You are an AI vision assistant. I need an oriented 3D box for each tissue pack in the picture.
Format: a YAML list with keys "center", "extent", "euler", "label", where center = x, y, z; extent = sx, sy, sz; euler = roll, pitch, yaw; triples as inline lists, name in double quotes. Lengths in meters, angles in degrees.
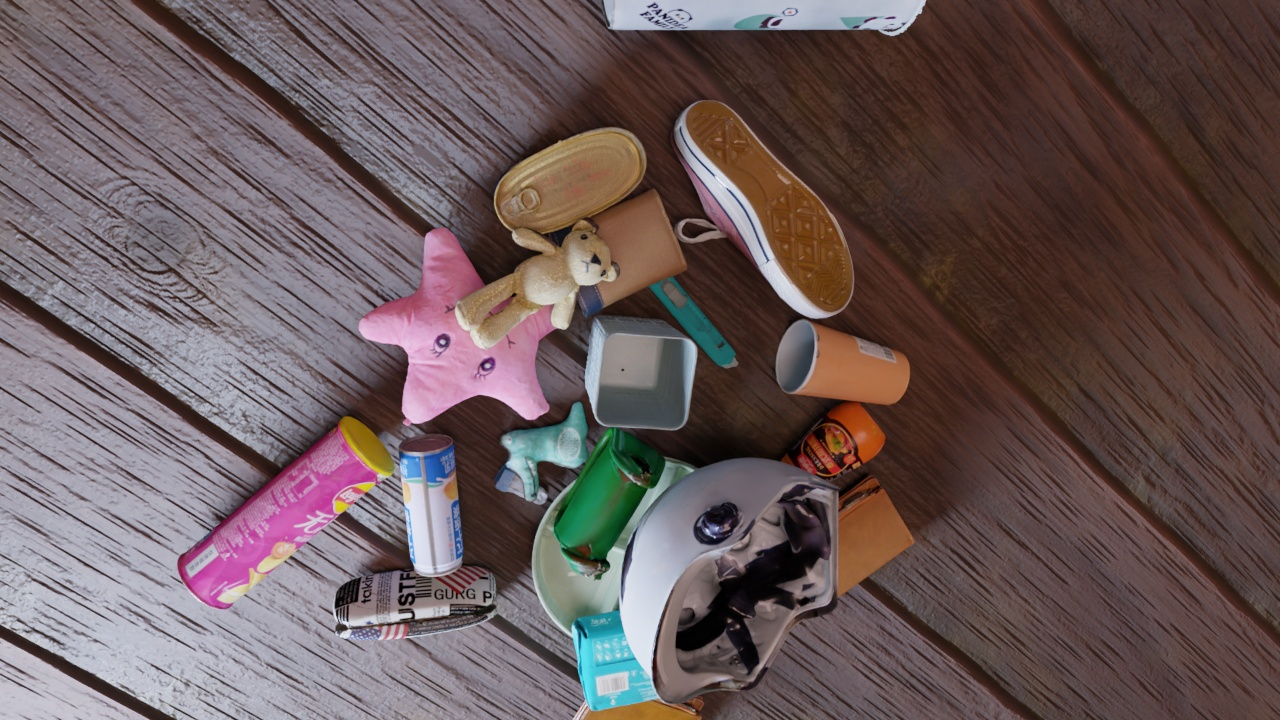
- center: [-0.002, 0.312, 0.977]
  extent: [0.133, 0.050, 0.093]
  euler: [-7, 105, -10]
  label: "tissue pack"

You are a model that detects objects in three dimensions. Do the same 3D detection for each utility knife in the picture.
- center: [0.050, -0.049, 0.938]
  extent: [0.029, 0.013, 0.157]
  euler: [-41, 109, 1]
  label: "utility knife"

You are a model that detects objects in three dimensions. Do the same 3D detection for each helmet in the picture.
- center: [0.073, 0.195, 0.896]
  extent: [0.258, 0.146, 0.229]
  euler: [-33, 132, -22]
  label: "helmet"

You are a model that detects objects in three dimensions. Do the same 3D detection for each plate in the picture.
- center: [-0.003, 0.207, 0.990]
  extent: [0.230, 0.027, 0.230]
  euler: [-3, 106, -11]
  label: "plate"

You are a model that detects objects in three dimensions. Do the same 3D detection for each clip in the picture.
- center: [-0.122, 0.131, 0.949]
  extent: [0.058, 0.038, 0.026]
  euler: [32, 94, -20]
  label: "clip"

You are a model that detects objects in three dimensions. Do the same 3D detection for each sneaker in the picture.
- center: [0.110, -0.137, 0.888]
  extent: [0.118, 0.088, 0.241]
  euler: [-38, 89, -23]
  label: "sneaker"

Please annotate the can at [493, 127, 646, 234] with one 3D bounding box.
- center: [-0.068, -0.170, 0.861]
  extent: [0.148, 0.049, 0.074]
  euler: [-26, 108, -4]
  label: "can"

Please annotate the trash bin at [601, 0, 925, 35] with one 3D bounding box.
- center: [0.090, -0.378, 0.753]
  extent: [0.252, 0.229, 0.230]
  euler: [-7, 106, -5]
  label: "trash bin"

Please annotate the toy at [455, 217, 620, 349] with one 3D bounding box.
- center: [-0.093, -0.067, 0.830]
  extent: [0.157, 0.066, 0.105]
  euler: [-33, 110, -15]
  label: "toy"

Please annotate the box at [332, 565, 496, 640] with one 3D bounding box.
- center: [-0.229, 0.263, 0.940]
  extent: [0.163, 0.075, 0.082]
  euler: [-3, 117, -13]
  label: "box"

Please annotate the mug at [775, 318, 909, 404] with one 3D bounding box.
- center: [0.214, 0.007, 0.957]
  extent: [0.122, 0.078, 0.078]
  euler: [11, 102, -19]
  label: "mug"

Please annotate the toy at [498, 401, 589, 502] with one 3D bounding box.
- center: [-0.097, 0.094, 0.935]
  extent: [0.092, 0.030, 0.096]
  euler: [-5, 88, -7]
  label: "toy"

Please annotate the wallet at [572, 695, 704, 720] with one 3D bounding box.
- center: [-0.001, 0.403, 1.040]
  extent: [0.130, 0.035, 0.119]
  euler: [27, 98, -19]
  label: "wallet"

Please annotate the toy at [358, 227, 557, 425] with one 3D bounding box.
- center: [-0.163, -0.009, 0.870]
  extent: [0.194, 0.075, 0.178]
  euler: [35, 84, -17]
  label: "toy"

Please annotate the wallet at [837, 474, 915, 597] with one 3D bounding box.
- center: [0.233, 0.204, 1.036]
  extent: [0.132, 0.031, 0.108]
  euler: [-36, 112, -1]
  label: "wallet"

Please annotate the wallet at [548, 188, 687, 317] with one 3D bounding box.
- center: [-0.022, -0.105, 0.892]
  extent: [0.115, 0.033, 0.090]
  euler: [-25, 100, -3]
  label: "wallet"

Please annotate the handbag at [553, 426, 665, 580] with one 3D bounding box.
- center: [-0.029, 0.139, 0.890]
  extent: [0.068, 0.120, 0.131]
  euler: [30, 98, -10]
  label: "handbag"

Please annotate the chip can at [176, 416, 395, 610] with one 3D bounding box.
- center: [-0.340, 0.147, 0.882]
  extent: [0.210, 0.071, 0.071]
  euler: [-40, 109, 2]
  label: "chip can"

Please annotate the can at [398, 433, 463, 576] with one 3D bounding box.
- center: [-0.208, 0.145, 0.916]
  extent: [0.053, 0.053, 0.135]
  euler: [-5, 106, -10]
  label: "can"

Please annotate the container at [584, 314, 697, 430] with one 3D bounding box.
- center: [-0.005, 0.005, 0.889]
  extent: [0.090, 0.111, 0.090]
  euler: [5, 105, -13]
  label: "container"

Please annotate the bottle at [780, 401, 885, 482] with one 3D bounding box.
- center: [0.189, 0.108, 0.988]
  extent: [0.149, 0.066, 0.067]
  euler: [-39, 109, 8]
  label: "bottle"
